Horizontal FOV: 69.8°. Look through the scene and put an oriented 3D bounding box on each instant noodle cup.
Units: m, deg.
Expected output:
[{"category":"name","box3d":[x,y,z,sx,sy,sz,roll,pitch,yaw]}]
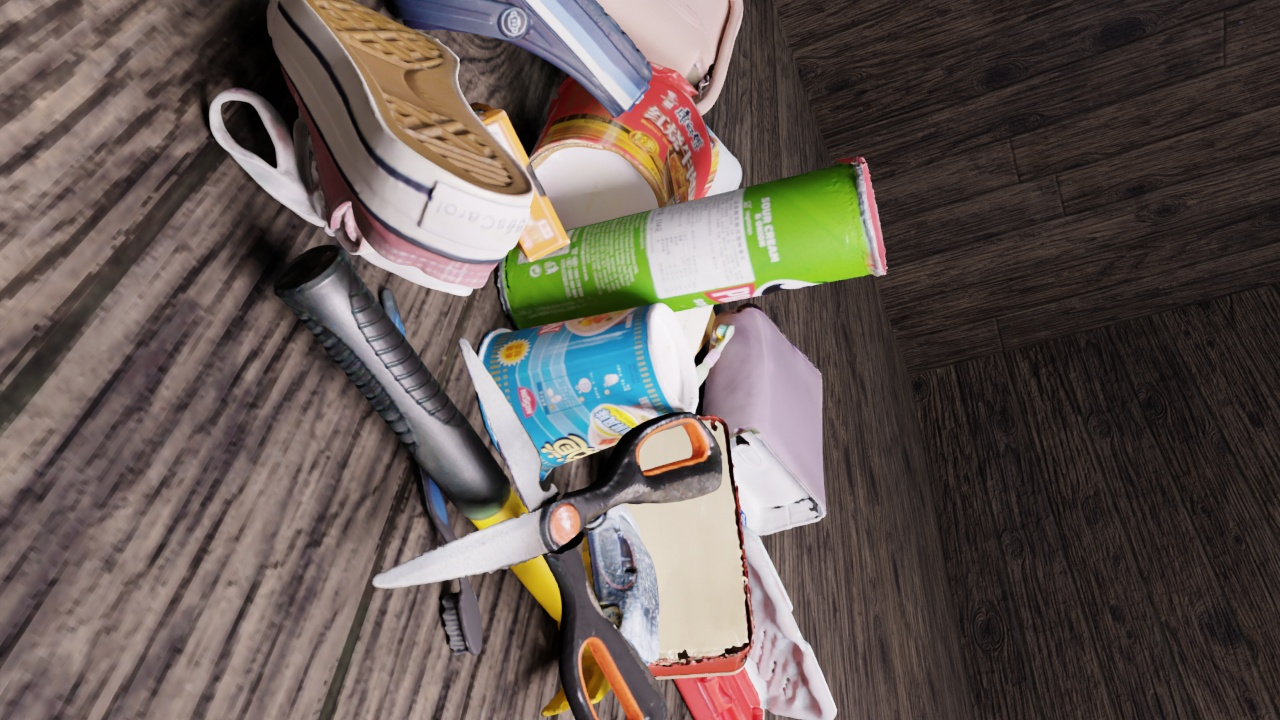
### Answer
[{"category":"instant noodle cup","box3d":[-0.026,0.014,0.557,0.099,0.110,0.099,-16,90,-71]},{"category":"instant noodle cup","box3d":[-0.022,-0.133,0.665,0.138,0.138,0.108,62,32,-30]}]

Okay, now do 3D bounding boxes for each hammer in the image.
[{"category":"hammer","box3d":[-0.077,0.068,0.457,0.128,0.033,0.301,-95,162,-51]}]

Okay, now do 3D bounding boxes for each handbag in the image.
[{"category":"handbag","box3d":[0.118,0.055,0.924,0.145,0.099,0.196,55,28,-33]},{"category":"handbag","box3d":[-0.006,-0.279,0.765,0.193,0.094,0.233,25,47,-30]}]

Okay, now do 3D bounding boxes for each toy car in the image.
[{"category":"toy car","box3d":[-0.009,0.121,0.522,0.049,0.031,0.105,55,19,-55]}]

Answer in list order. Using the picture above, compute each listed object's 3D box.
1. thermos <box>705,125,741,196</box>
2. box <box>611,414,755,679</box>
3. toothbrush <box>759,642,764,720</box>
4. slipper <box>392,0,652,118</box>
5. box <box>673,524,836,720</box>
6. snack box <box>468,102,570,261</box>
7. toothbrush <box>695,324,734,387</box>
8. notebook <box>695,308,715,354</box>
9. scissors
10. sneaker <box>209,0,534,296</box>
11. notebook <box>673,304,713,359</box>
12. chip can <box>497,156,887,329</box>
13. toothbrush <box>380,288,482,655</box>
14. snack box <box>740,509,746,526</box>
[{"category":"thermos","box3d":[0.034,-0.233,0.939,0.220,0.070,0.070,31,46,-57]},{"category":"box","box3d":[0.023,0.121,0.616,0.078,0.091,0.168,86,0,-59]},{"category":"toothbrush","box3d":[0.103,0.277,0.840,0.016,0.017,0.187,46,36,-38]},{"category":"slipper","box3d":[-0.104,-0.233,0.556,0.252,0.095,0.105,38,11,-23]},{"category":"box","box3d":[0.081,0.216,0.702,0.095,0.100,0.201,-69,138,-60]},{"category":"snack box","box3d":[-0.081,-0.107,0.528,0.075,0.026,0.153,65,-7,-22]},{"category":"toothbrush","box3d":[0.047,0.016,0.838,0.020,0.029,0.189,50,38,-8]},{"category":"notebook","box3d":[0.032,-0.112,0.952,0.145,0.010,0.206,-46,118,-67]},{"category":"scissors","box3d":[-0.024,0.084,0.447,0.220,0.022,0.233,-35,111,-45]},{"category":"sneaker","box3d":[-0.120,-0.093,0.400,0.118,0.088,0.241,14,28,-39]},{"category":"notebook","box3d":[0.039,-0.044,0.774,0.208,0.012,0.150,-28,138,-72]},{"category":"chip can","box3d":[0.029,-0.066,0.578,0.072,0.236,0.072,-10,90,-71]},{"category":"toothbrush","box3d":[-0.108,0.054,0.458,0.014,0.016,0.189,3,69,-67]},{"category":"snack box","box3d":[0.056,0.138,0.802,0.157,0.026,0.084,54,29,-44]}]
